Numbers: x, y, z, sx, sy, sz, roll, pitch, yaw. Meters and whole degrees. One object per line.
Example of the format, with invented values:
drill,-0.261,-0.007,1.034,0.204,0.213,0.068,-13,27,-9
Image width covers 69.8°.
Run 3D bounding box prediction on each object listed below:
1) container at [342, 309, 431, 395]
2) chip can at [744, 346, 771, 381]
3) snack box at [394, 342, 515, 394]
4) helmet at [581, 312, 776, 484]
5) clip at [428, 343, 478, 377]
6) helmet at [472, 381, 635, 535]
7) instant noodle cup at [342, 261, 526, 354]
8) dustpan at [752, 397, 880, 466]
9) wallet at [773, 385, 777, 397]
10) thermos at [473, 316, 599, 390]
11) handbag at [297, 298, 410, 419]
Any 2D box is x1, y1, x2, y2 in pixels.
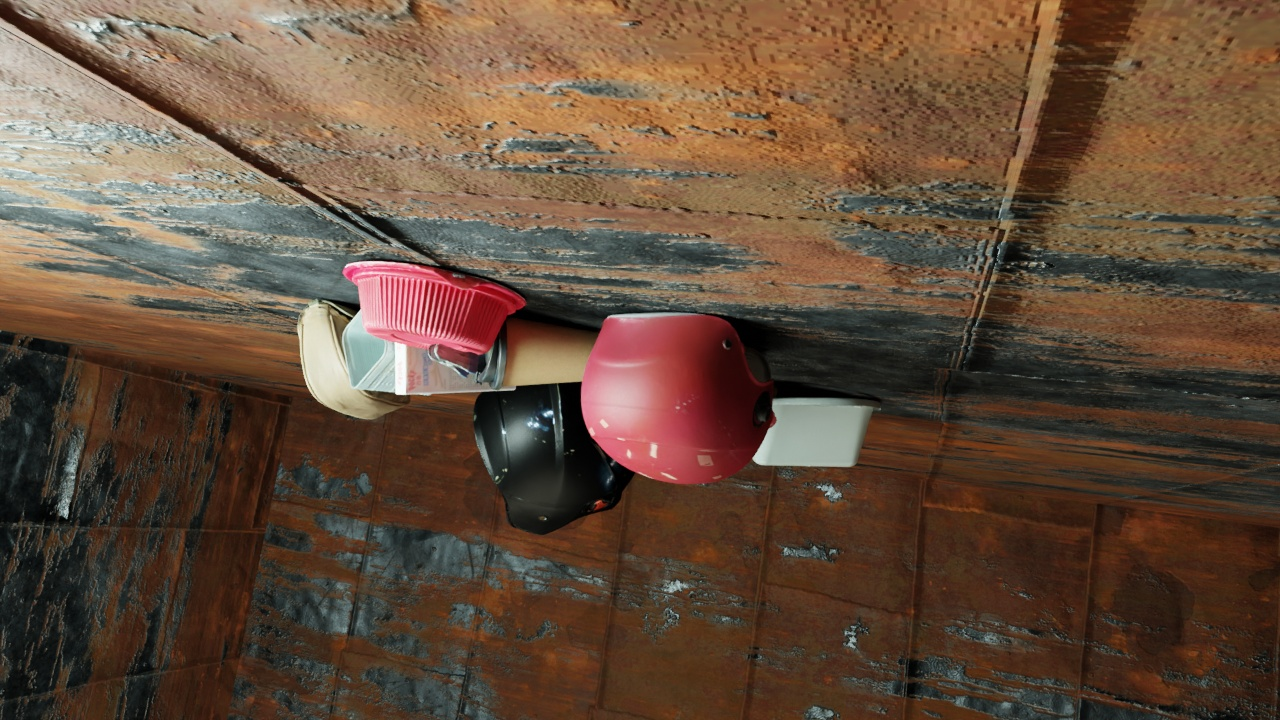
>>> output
container,-0.293,-0.013,1.135,0.111,0.090,0.090,13,137,-44
chip can,0.107,0.031,1.159,0.071,0.071,0.211,9,171,-5
snack box,-0.220,-0.004,1.105,0.156,0.084,0.027,-1,-179,-43
helmet,0.034,0.063,0.992,0.207,0.143,0.240,2,144,39
clip,-0.196,-0.003,0.960,0.039,0.026,0.058,-14,151,40
helmet,-0.106,0.105,1.322,0.274,0.233,0.231,16,134,-37
instant noodle cup,-0.221,-0.050,0.974,0.194,0.065,0.194,8,171,1
dustpan,0.244,0.071,1.411,0.222,0.143,0.257,3,-158,-13
wallet,0.126,0.034,1.343,0.101,0.020,0.115,15,172,-33
thermos,-0.122,-0.008,1.091,0.143,0.093,0.093,4,174,-19
handbag,-0.377,-0.001,1.236,0.100,0.147,0.204,-22,169,3
